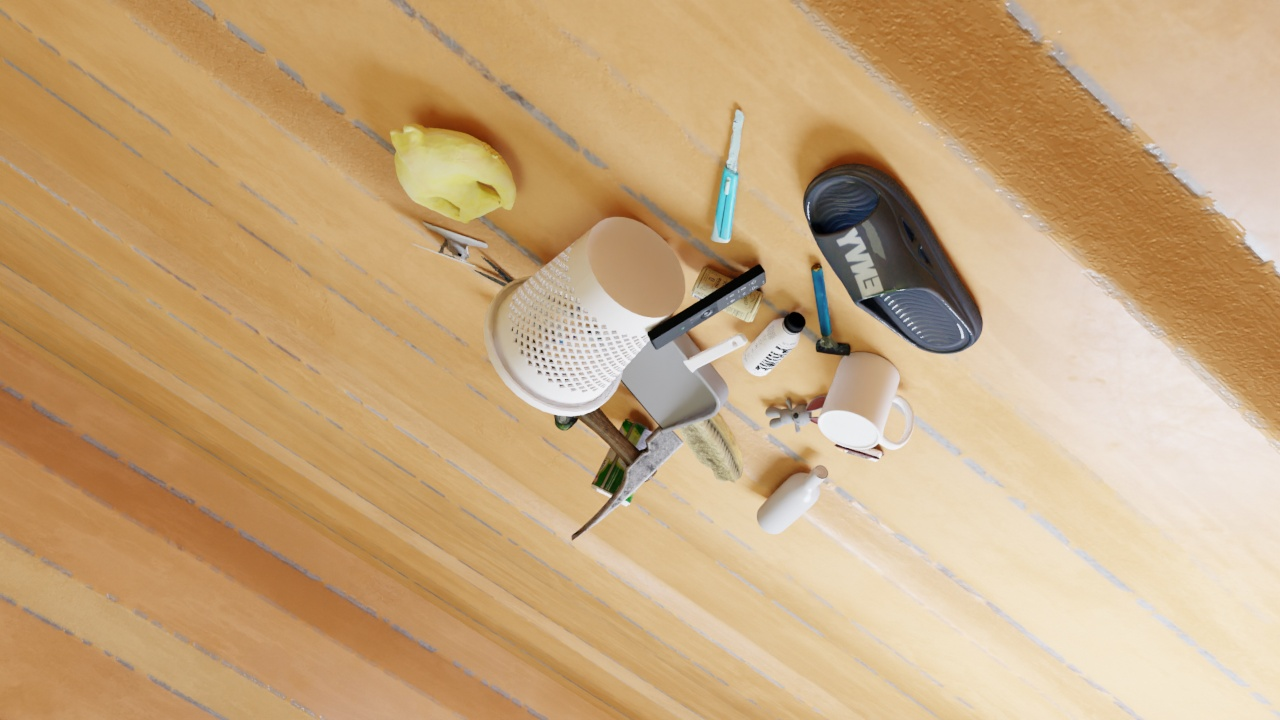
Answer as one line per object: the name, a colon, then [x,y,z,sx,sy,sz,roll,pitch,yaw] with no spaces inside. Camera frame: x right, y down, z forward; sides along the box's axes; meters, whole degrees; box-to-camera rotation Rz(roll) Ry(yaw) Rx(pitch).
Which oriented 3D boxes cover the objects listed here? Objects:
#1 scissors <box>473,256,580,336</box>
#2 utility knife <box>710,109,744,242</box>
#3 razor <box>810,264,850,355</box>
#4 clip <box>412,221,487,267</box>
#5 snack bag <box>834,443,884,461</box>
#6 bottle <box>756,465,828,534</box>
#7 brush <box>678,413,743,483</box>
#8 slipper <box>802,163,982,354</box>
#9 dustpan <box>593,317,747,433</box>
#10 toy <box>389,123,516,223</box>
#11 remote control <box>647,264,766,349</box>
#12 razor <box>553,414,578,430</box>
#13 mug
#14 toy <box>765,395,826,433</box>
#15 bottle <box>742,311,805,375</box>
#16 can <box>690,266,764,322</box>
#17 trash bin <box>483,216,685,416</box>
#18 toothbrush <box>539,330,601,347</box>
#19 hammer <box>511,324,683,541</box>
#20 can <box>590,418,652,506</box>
scissors: [-0.154,-0.085,1.287,0.158,0.012,0.166,9,143,25]
utility knife: [0.091,-0.189,0.956,0.022,0.015,0.179,20,145,14]
razor: [0.210,-0.053,1.050,0.042,0.022,0.144,8,142,27]
clip: [-0.259,-0.152,1.257,0.102,0.057,0.052,21,123,13]
snack bag: [0.280,0.115,1.165,0.057,0.013,0.157,16,-179,17]
bottle: [0.230,0.203,1.365,0.052,0.052,0.196,28,148,1]
brush: [0.101,0.117,1.351,0.059,0.043,0.195,0,137,38]
slipper: [0.248,-0.080,0.928,0.111,0.083,0.268,-12,132,48]
dustpan: [0.053,0.008,1.211,0.163,0.033,0.258,50,138,-10]
toy: [-0.230,-0.227,1.098,0.171,0.064,0.155,-6,140,43]
remote control: [0.076,-0.060,1.041,0.013,0.150,0.034,58,179,20]
razor: [-0.119,0.086,1.458,0.054,0.067,0.152,32,156,0]
mug: [0.275,0.057,1.089,0.110,0.090,0.074,30,148,-4]
toy: [0.213,0.072,1.215,0.112,0.030,0.049,-10,103,48]
bottle: [0.164,-0.022,1.109,0.041,0.041,0.116,30,148,-3]
can: [0.102,-0.077,1.080,0.079,0.038,0.038,26,148,4]
trash bin: [-0.057,-0.062,1.105,0.195,0.194,0.200,37,138,-13]
toothbrush: [-0.120,-0.024,1.343,0.189,0.016,0.017,-12,98,46]
hammer: [-0.114,0.091,1.340,0.300,0.217,0.037,46,179,-5]
can: [-0.022,0.157,1.414,0.067,0.121,0.067,26,171,4]
